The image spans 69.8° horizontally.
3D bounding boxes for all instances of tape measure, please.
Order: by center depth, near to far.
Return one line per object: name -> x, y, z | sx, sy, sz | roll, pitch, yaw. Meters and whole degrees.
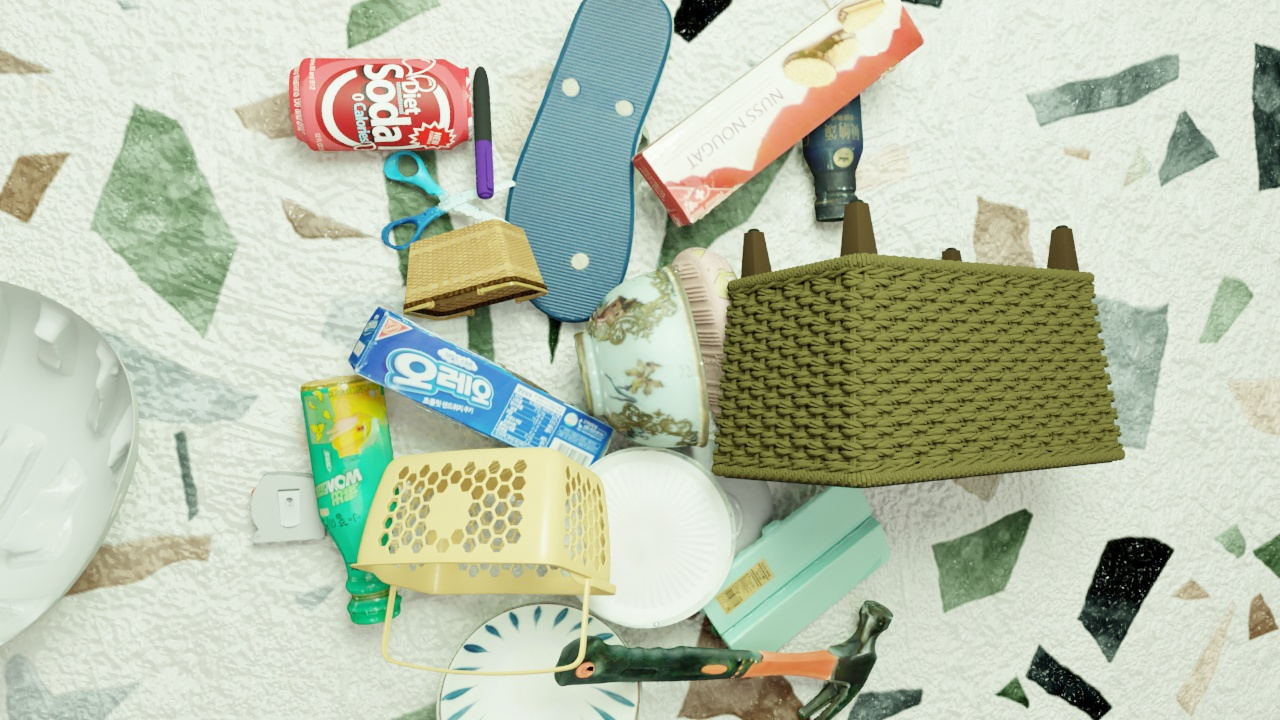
tape measure -> -0.304, 0.127, 0.793 | 0.060, 0.020, 0.062 | -2, 93, -11

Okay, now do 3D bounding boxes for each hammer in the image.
hammer -> 0.078, 0.271, 0.819 | 0.332, 0.033, 0.133 | 12, 106, -29

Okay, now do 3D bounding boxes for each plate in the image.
plate -> 0.005, 0.152, 0.797 | 0.157, 0.014, 0.157 | 0, 88, -2

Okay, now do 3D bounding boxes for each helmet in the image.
helmet -> -0.498, 0.077, 0.668 | 0.224, 0.184, 0.282 | 22, 95, -17

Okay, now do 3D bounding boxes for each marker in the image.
marker -> -0.135, -0.199, 0.792 | 0.015, 0.018, 0.133 | 9, 65, -35

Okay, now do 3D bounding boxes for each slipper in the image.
slipper -> -0.047, -0.182, 0.812 | 0.118, 0.060, 0.295 | 14, 99, -9
slipper -> 0.093, -0.014, 0.836 | 0.081, 0.093, 0.197 | -22, 97, -21

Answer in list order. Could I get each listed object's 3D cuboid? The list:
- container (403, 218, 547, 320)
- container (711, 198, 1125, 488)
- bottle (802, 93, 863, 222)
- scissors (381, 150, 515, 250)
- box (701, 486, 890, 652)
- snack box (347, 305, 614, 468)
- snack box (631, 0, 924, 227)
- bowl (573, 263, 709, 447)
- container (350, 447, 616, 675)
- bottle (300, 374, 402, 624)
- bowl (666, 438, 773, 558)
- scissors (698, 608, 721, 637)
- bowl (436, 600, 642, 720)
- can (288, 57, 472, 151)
container -> -0.143, -0.076, 0.778 | 0.114, 0.063, 0.061 | -12, 82, 22
container -> 0.233, -0.010, 0.777 | 0.320, 0.177, 0.205 | 0, 87, -32
bottle -> 0.179, -0.211, 0.858 | 0.056, 0.056, 0.161 | -5, 94, -11
scissors -> -0.170, -0.127, 0.796 | 0.133, 0.015, 0.104 | 20, 92, 7
box -> 0.146, 0.198, 0.856 | 0.186, 0.033, 0.136 | -37, 133, -8
snack box -> -0.131, 0.030, 0.781 | 0.226, 0.059, 0.059 | 28, 88, -25
snack box -> 0.122, -0.224, 0.790 | 0.272, 0.044, 0.076 | -38, 100, -10
bowl -> -0.005, 0.005, 0.783 | 0.094, 0.160, 0.160 | -11, 94, -5
container -> -0.125, 0.164, 0.734 | 0.184, 0.129, 0.166 | -5, 67, 21
bottle -> -0.240, 0.118, 0.782 | 0.068, 0.068, 0.209 | -8, 94, -11
bowl -> 0.060, 0.141, 0.845 | 0.131, 0.064, 0.132 | 0, 93, -11
scissors -> 0.111, 0.212, 0.886 | 0.130, 0.014, 0.070 | -39, 99, -6
bowl -> -0.091, 0.292, 0.818 | 0.177, 0.071, 0.177 | -1, 93, -11
can -> -0.215, -0.214, 0.769 | 0.142, 0.074, 0.074 | -3, 93, -11
